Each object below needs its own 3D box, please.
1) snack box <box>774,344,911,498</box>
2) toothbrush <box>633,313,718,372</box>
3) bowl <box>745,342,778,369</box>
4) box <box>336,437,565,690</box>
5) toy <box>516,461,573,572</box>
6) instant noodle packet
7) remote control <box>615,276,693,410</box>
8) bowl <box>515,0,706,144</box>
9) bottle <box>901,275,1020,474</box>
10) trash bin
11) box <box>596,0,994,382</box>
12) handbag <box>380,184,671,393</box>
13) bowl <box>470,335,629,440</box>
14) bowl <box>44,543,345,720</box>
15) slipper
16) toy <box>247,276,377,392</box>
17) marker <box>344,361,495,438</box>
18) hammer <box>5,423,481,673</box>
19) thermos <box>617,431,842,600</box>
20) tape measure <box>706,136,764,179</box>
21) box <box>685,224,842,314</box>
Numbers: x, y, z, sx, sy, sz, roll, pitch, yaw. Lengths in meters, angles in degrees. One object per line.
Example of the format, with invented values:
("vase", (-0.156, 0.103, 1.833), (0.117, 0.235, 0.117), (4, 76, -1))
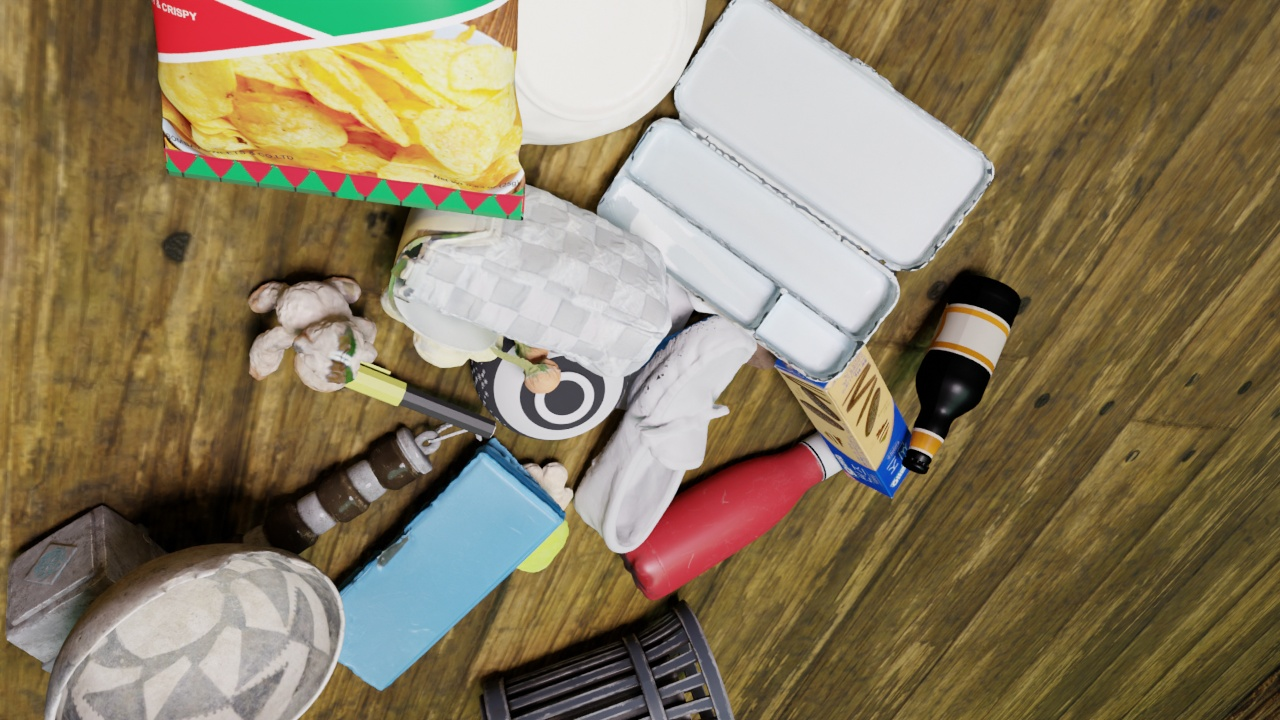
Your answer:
("snack box", (0.187, 0.047, 0.799), (0.056, 0.057, 0.207), (-54, 137, -12))
("toothbrush", (-0.004, 0.004, 0.731), (0.167, 0.014, 0.016), (-26, 126, 4))
("bowl", (0.128, -0.035, 0.773), (0.117, 0.030, 0.118), (-14, 132, -17))
("box", (-0.169, 0.169, 0.756), (0.093, 0.052, 0.232), (41, 104, -14))
("toy", (-0.099, 0.135, 0.788), (0.092, 0.046, 0.115), (7, 116, -33))
("instant noodle packet", (-0.145, -0.194, 0.440), (0.195, 0.090, 0.253), (7, 124, -4))
("remote control", (0.009, -0.014, 0.740), (0.033, 0.012, 0.131), (14, 119, -26))
("bowl", (-0.035, -0.202, 0.531), (0.220, 0.060, 0.188), (-46, 133, 14))
("bottle", (0.278, 0.016, 0.817), (0.059, 0.059, 0.181), (36, 76, -42))
("trash bin", (-0.036, 0.361, 0.933), (0.227, 0.164, 0.164), (-17, 133, -9))
("box", (0.096, -0.110, 0.607), (0.209, 0.037, 0.189), (34, 102, 4))
("handbag", (-0.071, -0.040, 0.579), (0.171, 0.112, 0.124), (19, 124, -17))
("bowl", (-0.061, 0.011, 0.672), (0.120, 0.066, 0.120), (-7, 120, -12))
("bowl", (-0.291, 0.184, 0.595), (0.178, 0.081, 0.179), (-25, 131, -33))
("slipper", (0.020, 0.064, 0.754), (0.112, 0.074, 0.247), (-16, 143, -52))
("toy", (-0.196, -0.013, 0.578), (0.085, 0.106, 0.074), (-3, 107, -35))
("marker", (-0.162, 0.028, 0.667), (0.123, 0.017, 0.021), (25, 78, -26))
("hammer", (-0.267, 0.130, 0.682), (0.326, 0.079, 0.177), (-33, 135, -7))
("thermos", (0.092, 0.136, 0.867), (0.239, 0.073, 0.073), (-28, 135, -14))
("tape measure", (0.074, -0.145, 0.649), (0.064, 0.037, 0.066), (25, 112, -39))
("box", (0.101, -0.089, 0.699), (0.106, 0.149, 0.080), (12, 129, 16))
